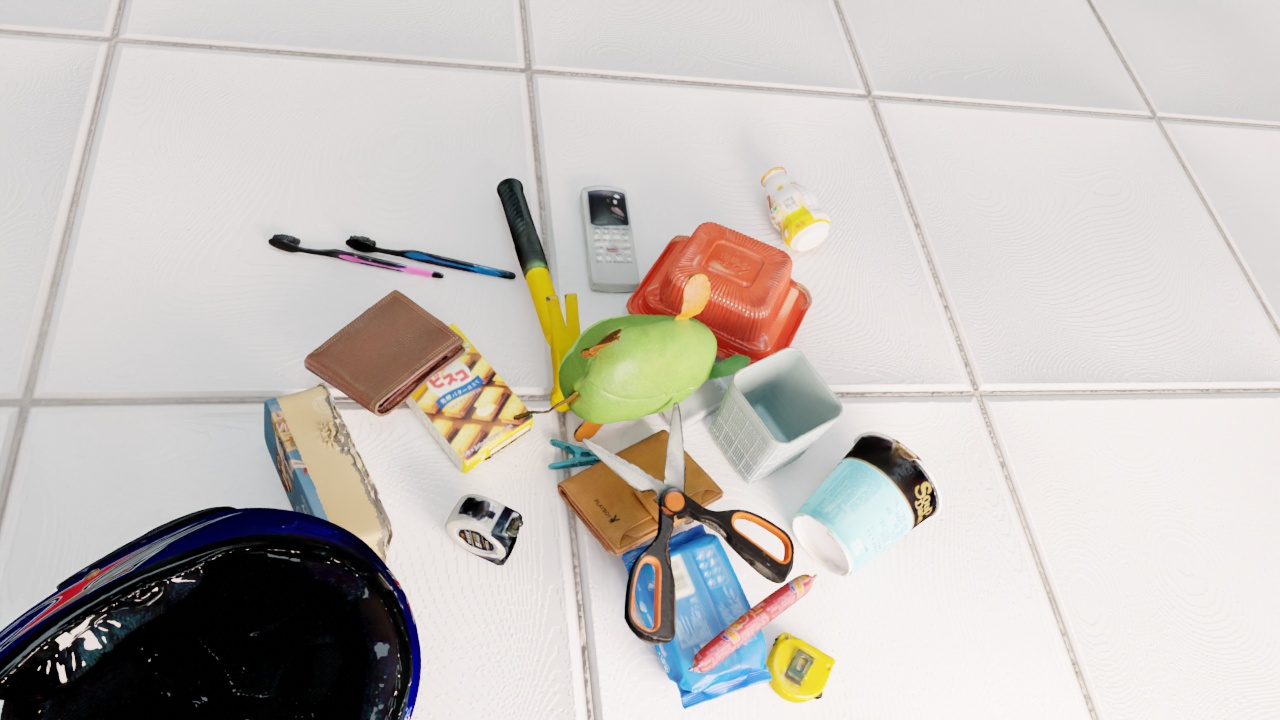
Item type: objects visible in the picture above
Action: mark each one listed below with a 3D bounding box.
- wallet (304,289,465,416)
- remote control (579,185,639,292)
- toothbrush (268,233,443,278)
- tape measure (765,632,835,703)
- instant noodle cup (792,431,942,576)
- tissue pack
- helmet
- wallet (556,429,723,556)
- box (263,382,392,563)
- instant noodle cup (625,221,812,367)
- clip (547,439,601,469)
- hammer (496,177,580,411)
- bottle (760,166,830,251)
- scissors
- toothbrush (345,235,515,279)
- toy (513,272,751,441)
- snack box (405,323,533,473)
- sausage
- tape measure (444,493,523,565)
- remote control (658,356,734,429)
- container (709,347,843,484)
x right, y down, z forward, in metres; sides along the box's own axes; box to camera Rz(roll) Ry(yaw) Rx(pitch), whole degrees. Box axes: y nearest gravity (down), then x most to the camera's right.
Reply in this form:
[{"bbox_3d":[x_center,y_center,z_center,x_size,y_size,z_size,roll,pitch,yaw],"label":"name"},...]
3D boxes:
[{"bbox_3d":[-0.251,-0.008,0.905,0.101,0.032,0.124,34,56,18],"label":"wallet"},{"bbox_3d":[-0.037,-0.146,1.086,0.058,0.021,0.149,0,59,-14],"label":"remote control"},{"bbox_3d":[-0.309,-0.113,1.004,0.189,0.014,0.017,11,44,-8],"label":"toothbrush"},{"bbox_3d":[0.147,0.287,0.853,0.060,0.029,0.057,29,57,6],"label":"tape measure"},{"bbox_3d":[0.219,0.149,0.918,0.120,0.111,0.111,-36,72,-22],"label":"instant noodle cup"},{"bbox_3d":[0.051,0.235,0.849,0.094,0.052,0.157,-15,63,-20],"label":"tissue pack"},{"bbox_3d":[-0.314,0.242,0.636,0.314,0.241,0.247,-26,90,-36],"label":"helmet"},{"bbox_3d":[0.000,0.129,0.903,0.131,0.031,0.108,-25,49,-25],"label":"wallet"},{"bbox_3d":[-0.279,0.116,0.821,0.061,0.090,0.184,-17,62,-30],"label":"box"},{"bbox_3d":[0.097,-0.081,1.034,0.189,0.079,0.164,24,49,8],"label":"instant noodle cup"},{"bbox_3d":[-0.066,0.097,0.930,0.054,0.013,0.034,8,58,-7],"label":"clip"},{"bbox_3d":[-0.112,-0.095,0.997,0.032,0.129,0.300,-9,51,-16],"label":"hammer"},{"bbox_3d":[0.189,-0.191,1.144,0.063,0.063,0.108,-15,63,-22],"label":"bottle"},{"bbox_3d":[0.037,0.151,0.840,0.234,0.022,0.220,26,62,-4],"label":"scissors"},{"bbox_3d":[-0.232,-0.114,1.024,0.189,0.014,0.016,11,33,-8],"label":"toothbrush"},{"bbox_3d":[-0.005,0.005,0.886,0.246,0.228,0.090,-5,53,-52],"label":"toy"},{"bbox_3d":[-0.184,0.036,0.928,0.086,0.034,0.140,-33,68,-28],"label":"snack box"},{"bbox_3d":[0.102,0.232,0.819,0.155,0.020,0.020,-29,69,-27],"label":"sausage"},{"bbox_3d":[-0.144,0.153,0.844,0.066,0.066,0.033,26,52,1],"label":"tape measure"},{"bbox_3d":[0.075,0.027,1.004,0.135,0.020,0.056,-29,67,-27],"label":"remote control"},{"bbox_3d":[0.132,0.062,0.942,0.089,0.112,0.090,-24,67,-27],"label":"container"}]
